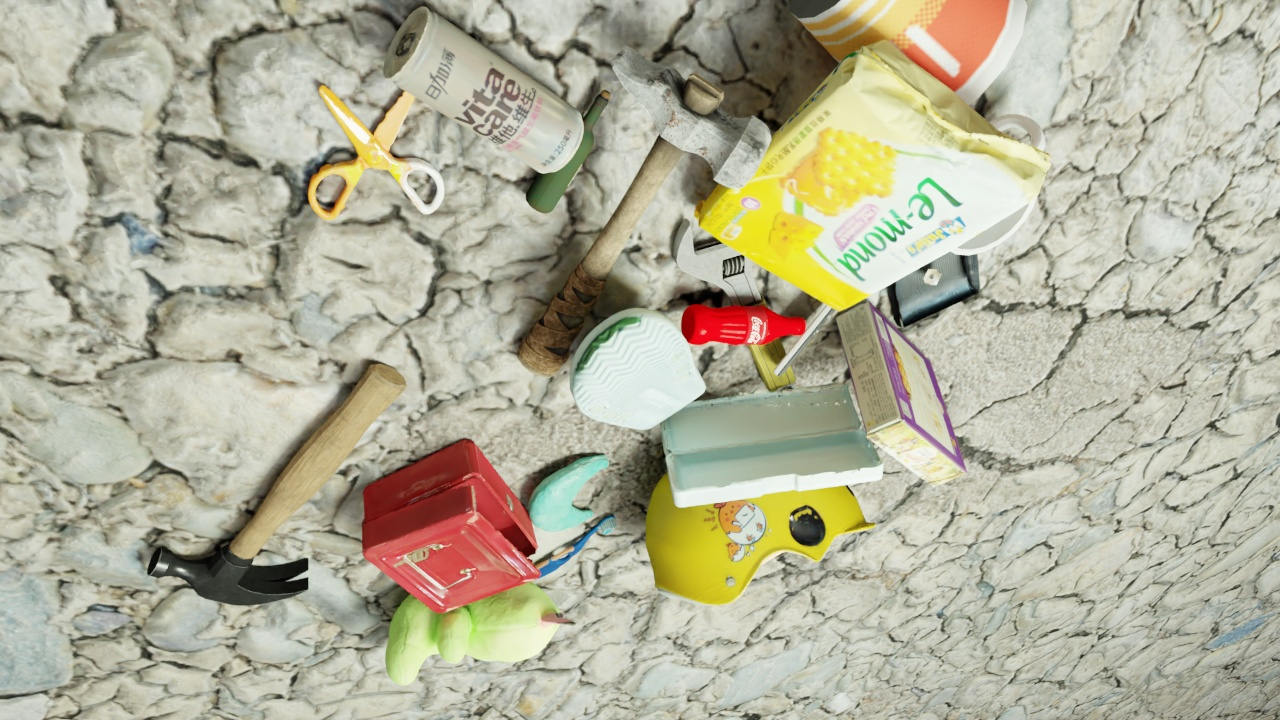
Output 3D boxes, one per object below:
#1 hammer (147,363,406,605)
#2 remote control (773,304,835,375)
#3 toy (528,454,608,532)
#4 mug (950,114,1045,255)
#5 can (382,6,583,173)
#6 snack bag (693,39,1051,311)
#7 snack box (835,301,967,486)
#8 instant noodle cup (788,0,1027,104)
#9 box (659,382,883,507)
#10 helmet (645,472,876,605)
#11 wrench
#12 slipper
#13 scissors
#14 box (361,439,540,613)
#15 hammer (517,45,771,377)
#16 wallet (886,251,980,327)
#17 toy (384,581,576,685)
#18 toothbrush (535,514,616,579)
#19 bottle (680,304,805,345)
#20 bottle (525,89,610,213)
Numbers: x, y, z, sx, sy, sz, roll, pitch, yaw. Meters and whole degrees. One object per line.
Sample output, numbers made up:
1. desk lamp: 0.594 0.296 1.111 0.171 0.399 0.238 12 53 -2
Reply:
1. hammer: -0.310 0.118 0.837 0.132 0.040 0.306 30 114 -36
2. remote control: 0.177 -0.044 0.876 0.147 0.008 0.045 -53 169 14
3. toy: -0.079 0.143 0.961 0.084 0.033 0.105 -13 138 -31
4. mug: 0.287 -0.163 0.786 0.121 0.090 0.091 -38 134 14
5. can: -0.104 -0.182 0.631 0.135 0.054 0.054 26 117 -38
6. snack bag: 0.158 -0.131 0.692 0.159 0.068 0.248 27 153 -16
7. snack box: 0.261 0.034 0.918 0.041 0.143 0.148 -29 138 28
8. instant noodle cup: 0.181 -0.250 0.649 0.121 0.123 0.124 26 117 -30
9. box: 0.121 0.080 0.888 0.197 0.134 0.041 -7 123 -3
10. helmet: 0.111 0.152 0.959 0.239 0.139 0.209 -20 174 -15
11. wrench: 0.103 -0.042 0.872 0.083 0.018 0.273 -27 135 2
12. slipper: -0.005 0.005 0.807 0.104 0.074 0.245 -34 162 5
13. scissors: -0.186 -0.145 0.661 0.128 0.011 0.126 20 122 -37
14. box: -0.184 0.169 0.905 0.129 0.092 0.158 -24 139 2
15. hammer: -0.026 -0.090 0.717 0.121 0.048 0.320 32 133 -5
16. wallet: 0.284 -0.089 0.898 0.089 0.026 0.115 -25 136 1
17. toy: -0.179 0.283 0.993 0.196 0.107 0.150 -18 171 -13
18. toothbrush: -0.080 0.216 1.036 0.135 0.017 0.021 -36 132 12
19. bottle: 0.097 -0.032 0.838 0.118 0.036 0.036 0 130 -23
20. bottle: -0.053 -0.158 0.694 0.025 0.025 0.106 17 122 -34
